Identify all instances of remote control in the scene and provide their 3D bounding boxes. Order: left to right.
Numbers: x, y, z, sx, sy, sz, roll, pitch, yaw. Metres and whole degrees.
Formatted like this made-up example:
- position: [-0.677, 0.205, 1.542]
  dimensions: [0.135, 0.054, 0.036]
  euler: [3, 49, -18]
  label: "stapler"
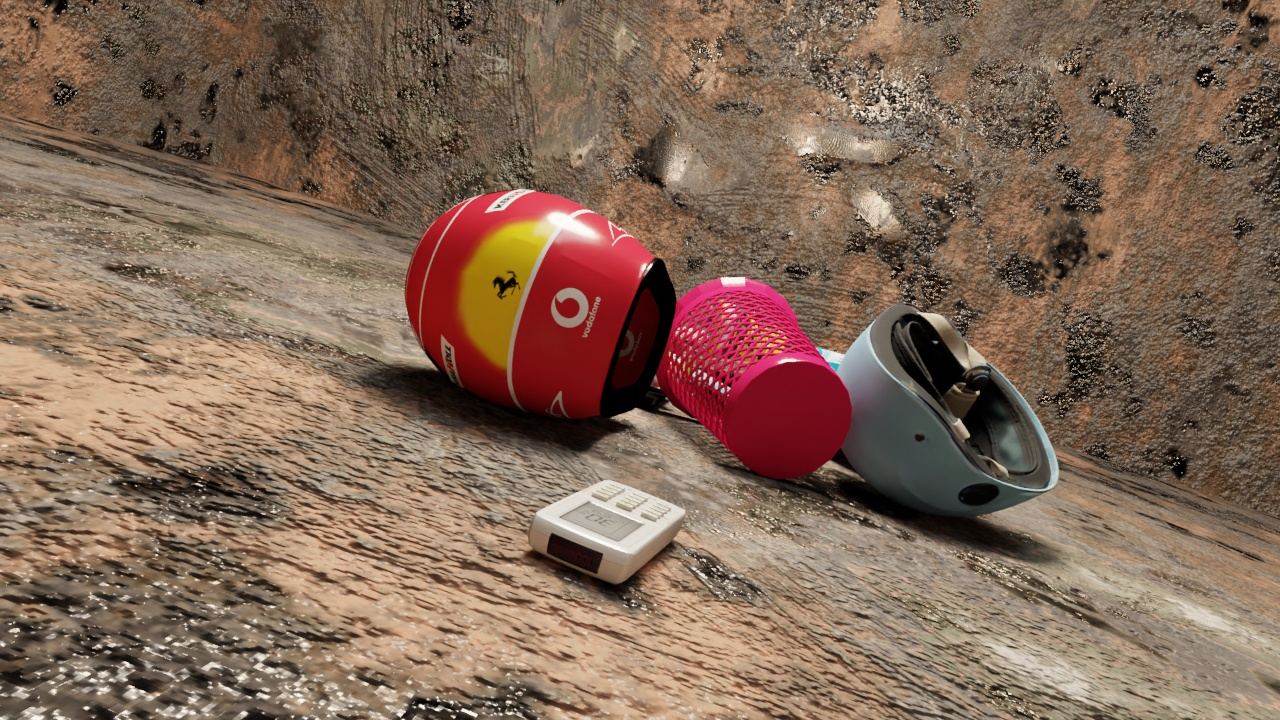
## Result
- position: [-0.016, 0.099, 0.549]
  dimensions: [0.060, 0.025, 0.138]
  euler: [20, 7, 15]
  label: "remote control"
- position: [0.013, 0.042, 1.142]
  dimensions: [0.041, 0.020, 0.151]
  euler: [17, 5, 9]
  label: "remote control"

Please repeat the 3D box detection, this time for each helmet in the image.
- position: [-0.099, -0.052, 0.855]
  dimensions: [0.225, 0.197, 0.271]
  euler: [19, -2, 9]
  label: "helmet"
- position: [0.321, 0.070, 1.004]
  dimensions: [0.265, 0.167, 0.224]
  euler: [27, 41, -15]
  label: "helmet"

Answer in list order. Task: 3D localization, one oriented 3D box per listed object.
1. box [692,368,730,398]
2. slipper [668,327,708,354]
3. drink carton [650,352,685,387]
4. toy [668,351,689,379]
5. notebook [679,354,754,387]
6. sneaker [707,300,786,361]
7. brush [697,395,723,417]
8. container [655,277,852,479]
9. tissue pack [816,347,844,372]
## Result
- position: [0.152, 0.049, 1.264]
  dimensions: [0.182, 0.039, 0.226]
  euler: [25, 3, 4]
  label: "box"
- position: [-0.009, -0.023, 1.451]
  dimensions: [0.240, 0.064, 0.094]
  euler: [2, 1, 17]
  label: "slipper"
- position: [-0.007, 0.006, 1.112]
  dimensions: [0.128, 0.044, 0.038]
  euler: [9, 8, -24]
  label: "drink carton"
- position: [0.015, 0.005, 1.317]
  dimensions: [0.110, 0.051, 0.090]
  euler: [17, 4, 16]
  label: "toy"
- position: [0.164, 0.026, 1.410]
  dimensions: [0.169, 0.022, 0.210]
  euler: [6, -8, 28]
  label: "notebook"
- position: [0.168, -0.029, 1.428]
  dimensions: [0.122, 0.086, 0.239]
  euler: [7, -10, 3]
  label: "sneaker"
- position: [0.094, 0.061, 1.209]
  dimensions: [0.126, 0.017, 0.048]
  euler: [19, 7, 11]
  label: "brush"
- position: [0.126, 0.025, 1.000]
  dimensions: [0.183, 0.183, 0.225]
  euler: [16, 14, -16]
  label: "container"
- position: [0.262, 0.033, 1.266]
  dimensions: [0.093, 0.061, 0.144]
  euler: [16, -14, 24]
  label: "tissue pack"
